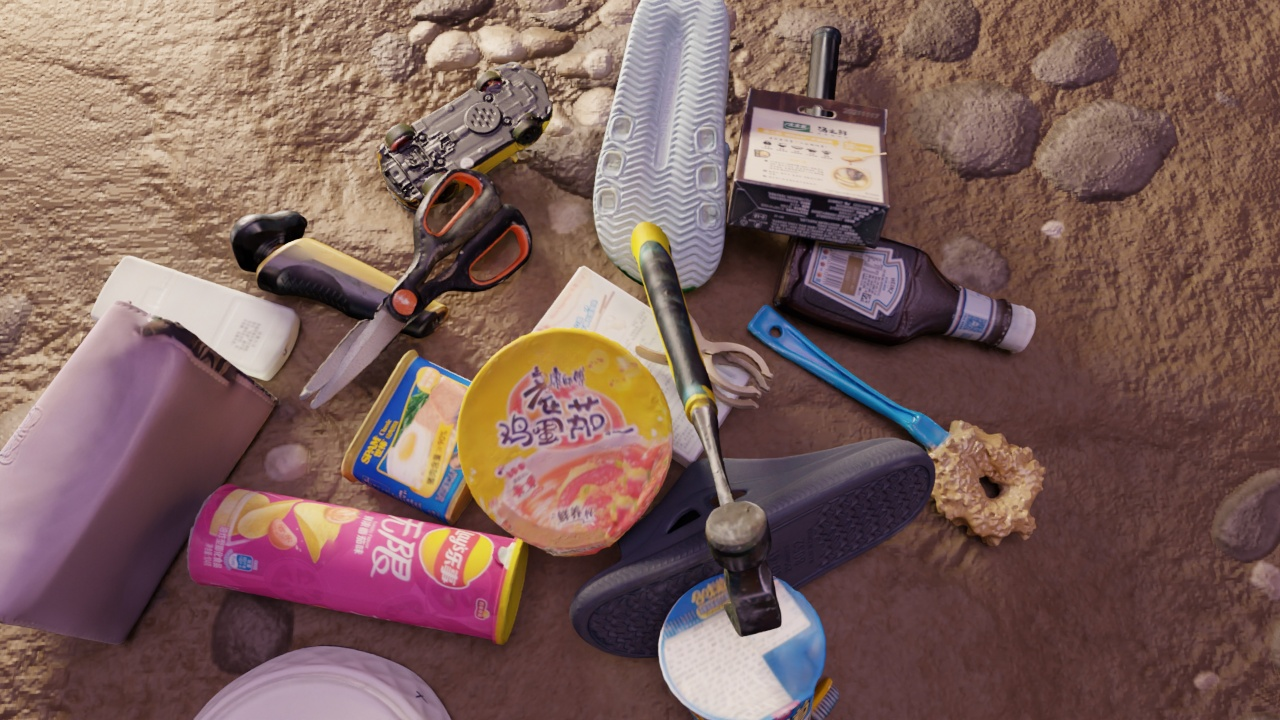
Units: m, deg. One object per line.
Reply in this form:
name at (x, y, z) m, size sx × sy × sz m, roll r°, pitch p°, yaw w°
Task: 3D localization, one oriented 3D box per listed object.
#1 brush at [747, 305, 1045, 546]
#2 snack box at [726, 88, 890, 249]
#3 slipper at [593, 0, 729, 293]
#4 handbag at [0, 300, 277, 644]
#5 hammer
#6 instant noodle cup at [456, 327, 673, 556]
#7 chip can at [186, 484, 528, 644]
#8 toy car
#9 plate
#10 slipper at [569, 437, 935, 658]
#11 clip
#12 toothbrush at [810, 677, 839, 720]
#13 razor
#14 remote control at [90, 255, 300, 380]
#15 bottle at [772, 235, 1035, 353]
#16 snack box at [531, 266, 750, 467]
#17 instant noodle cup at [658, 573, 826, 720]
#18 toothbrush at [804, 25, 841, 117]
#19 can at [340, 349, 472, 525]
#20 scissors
brush at (0.188, 0.041, 0.687) m, size 0.255 × 0.046 × 0.083 m, roll 37°, pitch 77°, yaw 14°
snack box at (0.130, -0.149, 0.703) m, size 0.113 × 0.053 × 0.125 m, roll 10°, pitch 43°, yaw 3°
slipper at (0.023, -0.175, 0.732) m, size 0.104 × 0.074 × 0.245 m, roll 5°, pitch 87°, yaw 6°
handbag at (-0.346, 0.073, 0.595) m, size 0.098 × 0.145 × 0.196 m, roll 24°, pitch 70°, yaw 3°
hammer at (0.033, 0.023, 0.572) m, size 0.032 × 0.126 × 0.322 m, roll -15°, pitch 43°, yaw 1°
instant noodle cup at (-0.040, 0.049, 0.618) m, size 0.138 × 0.109 × 0.138 m, roll 0°, pitch 90°, yaw 10°
chip can at (-0.186, 0.136, 0.617) m, size 0.210 × 0.071 × 0.071 m, roll 10°, pitch 70°, yaw 2°
toy car at (-0.139, -0.180, 0.746) m, size 0.155 × 0.041 × 0.071 m, roll -37°, pitch 76°, yaw -9°
plate at (-0.211, 0.287, 0.577) m, size 0.205 × 0.046 × 0.204 m, roll 1°, pitch 71°, yaw -2°
slipper at (0.072, 0.115, 0.631) m, size 0.268 × 0.111 × 0.083 m, roll -23°, pitch 44°, yaw -11°
clip at (0.048, -0.001, 0.668) m, size 0.100 × 0.035 × 0.071 m, roll 34°, pitch 73°, yaw 13°
toothbrush at (0.070, 0.288, 0.604) m, size 0.018 × 0.016 × 0.191 m, roll 43°, pitch 74°, yaw 3°
razor at (-0.227, -0.064, 0.700) m, size 0.167 × 0.062 × 0.067 m, roll 24°, pitch 60°, yaw 0°
remote control at (-0.336, -0.032, 0.697) m, size 0.150 × 0.021 × 0.058 m, roll 18°, pitch 71°, yaw 5°
bottle at (0.205, -0.049, 0.711) m, size 0.195 × 0.044 × 0.080 m, roll 16°, pitch 85°, yaw 0°
snack box at (-0.004, 0.004, 0.695) m, size 0.157 × 0.027 × 0.084 m, roll 33°, pitch 73°, yaw 9°
instant noodle cup at (0.068, 0.204, 0.573) m, size 0.099 × 0.110 × 0.099 m, roll -7°, pitch 44°, yaw 6°
toothbrush at (0.146, -0.183, 0.768) m, size 0.027 × 0.026 × 0.212 m, roll 12°, pitch 74°, yaw -11°
can at (-0.149, 0.057, 0.656) m, size 0.083 × 0.057 × 0.102 m, roll 25°, pitch 72°, yaw 4°
scissors at (-0.153, -0.041, 0.672) m, size 0.141 × 0.022 × 0.234 m, roll 28°, pitch 66°, yaw -30°
